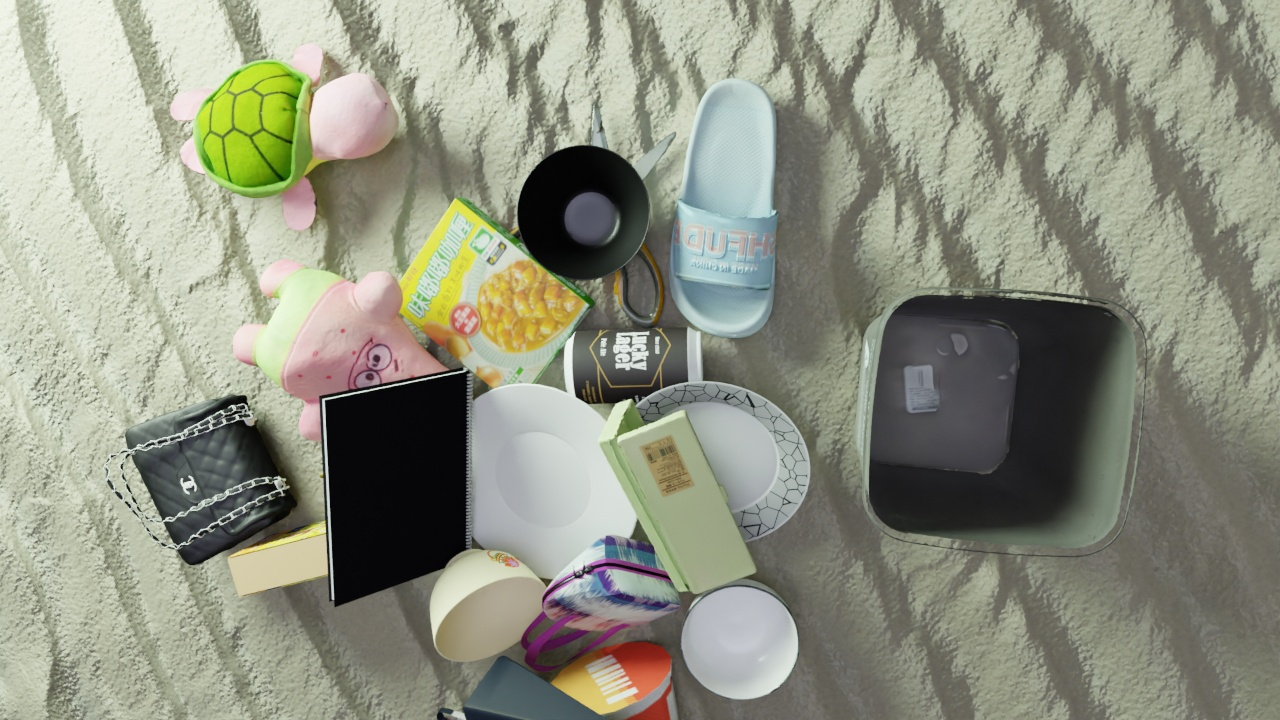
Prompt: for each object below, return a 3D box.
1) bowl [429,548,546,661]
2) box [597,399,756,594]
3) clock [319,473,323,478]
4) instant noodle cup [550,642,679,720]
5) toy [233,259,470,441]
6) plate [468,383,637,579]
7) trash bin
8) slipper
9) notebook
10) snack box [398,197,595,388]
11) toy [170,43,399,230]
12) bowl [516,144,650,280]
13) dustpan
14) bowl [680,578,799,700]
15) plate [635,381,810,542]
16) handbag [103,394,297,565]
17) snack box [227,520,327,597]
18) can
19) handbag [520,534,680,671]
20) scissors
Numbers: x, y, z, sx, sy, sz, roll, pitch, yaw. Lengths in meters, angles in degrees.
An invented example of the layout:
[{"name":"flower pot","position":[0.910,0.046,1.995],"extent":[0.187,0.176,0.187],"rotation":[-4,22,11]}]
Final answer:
[{"name":"bowl","position":[-0.160,0.230,0.910],"extent":[0.118,0.118,0.074],"rotation":[-46,49,7]},{"name":"box","position":[0.031,0.124,0.858],"extent":[0.091,0.083,0.188],"rotation":[-22,114,2]},{"name":"clock","position":[-0.251,0.099,0.902],"extent":[0.130,0.052,0.090],"rotation":[-34,133,22]},{"name":"instant noodle cup","position":[-0.014,0.362,0.895],"extent":[0.123,0.123,0.121],"rotation":[-15,100,6]},{"name":"toy","position":[-0.278,-0.004,0.902],"extent":[0.236,0.096,0.192],"rotation":[26,106,-7]},{"name":"plate","position":[-0.098,0.120,0.909],"extent":[0.209,0.015,0.209],"rotation":[6,109,18]},{"name":"trash bin","position":[0.277,0.038,0.783],"extent":[0.197,0.220,0.197],"rotation":[5,95,5]},{"name":"slipper","position":[0.081,-0.144,0.863],"extent":[0.104,0.074,0.245],"rotation":[5,94,6]},{"name":"notebook","position":[-0.225,0.117,0.868],"extent":[0.016,0.148,0.207],"rotation":[23,116,44]},{"name":"snack box","position":[-0.149,-0.057,0.906],"extent":[0.168,0.027,0.132],"rotation":[39,107,2]},{"name":"toy","position":[-0.349,-0.226,0.893],"extent":[0.238,0.087,0.190],"rotation":[2,82,11]},{"name":"bowl","position":[-0.050,-0.137,0.869],"extent":[0.124,0.052,0.124],"rotation":[0,93,5]},{"name":"dustpan","position":[-0.098,0.396,0.883],"extent":[0.273,0.079,0.236],"rotation":[3,118,22]},{"name":"bowl","position":[0.097,0.265,0.898],"extent":[0.113,0.063,0.113],"rotation":[1,95,6]},{"name":"plate","position":[0.067,0.098,0.885],"extent":[0.189,0.016,0.189],"rotation":[5,119,9]},{"name":"handbag","position":[-0.432,0.115,0.914],"extent":[0.125,0.114,0.153],"rotation":[-25,88,4]},{"name":"snack box","position":[-0.329,0.190,0.922],"extent":[0.126,0.088,0.040],"rotation":[-15,93,6]},{"name":"can","position":[-0.005,0.005,0.884],"extent":[0.128,0.072,0.072],"rotation":[-2,94,6]},{"name":"handbag","position":[-0.053,0.249,0.897],"extent":[0.170,0.144,0.068],"rotation":[-44,45,24]},{"name":"scissors","position":[-0.050,-0.136,0.905],"extent":[0.225,0.016,0.225],"rotation":[-10,94,6]}]
